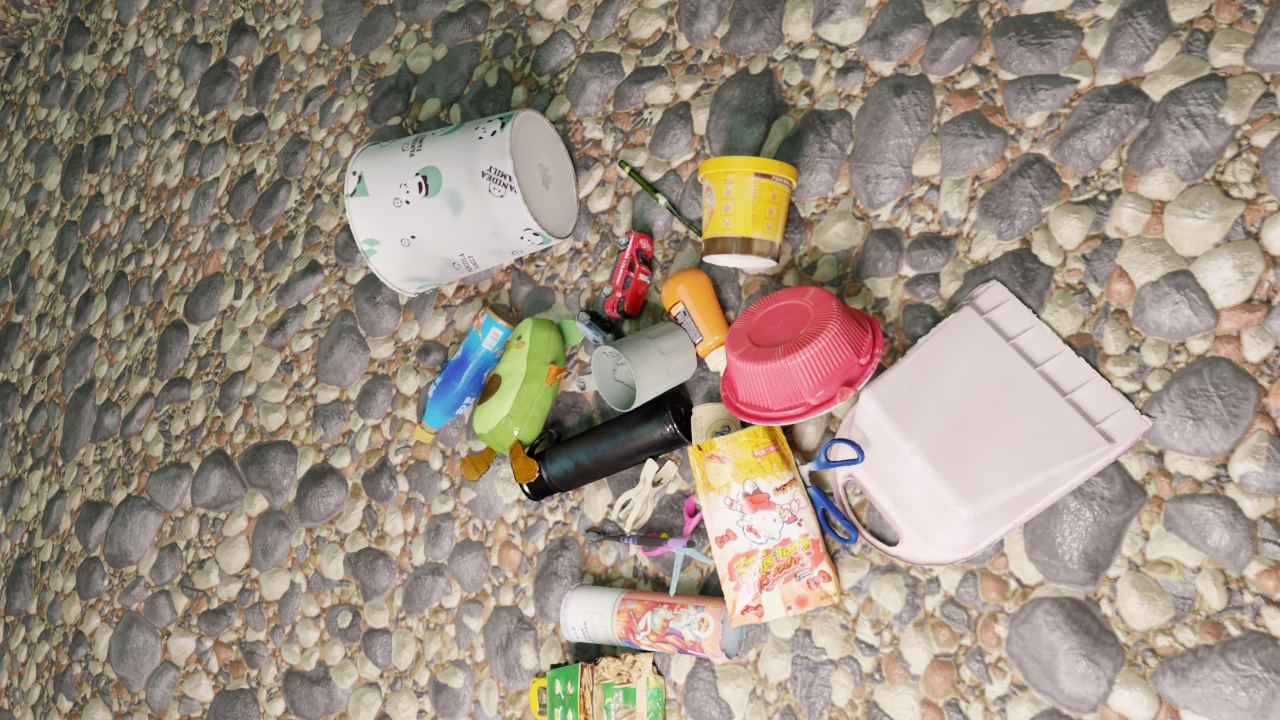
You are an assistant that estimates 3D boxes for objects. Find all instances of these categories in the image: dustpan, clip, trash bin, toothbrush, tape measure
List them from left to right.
[{"bbox_3d":[-0.238,-0.228,1.282,0.252,0.229,0.229,-12,72,23],"label":"trash bin"},{"bbox_3d":[-0.113,0.422,1.147,0.060,0.029,0.057,-12,72,29],"label":"tape measure"},{"bbox_3d":[-0.006,0.218,1.117,0.189,0.016,0.014,-6,68,44],"label":"toothbrush"},{"bbox_3d":[0.004,0.164,1.131,0.034,0.070,0.100,43,106,32],"label":"clip"},{"bbox_3d":[0.028,-0.221,1.232,0.017,0.012,0.186,-47,58,6],"label":"toothbrush"},{"bbox_3d":[0.336,0.080,0.967,0.273,0.139,0.222,-28,60,-8],"label":"dustpan"}]

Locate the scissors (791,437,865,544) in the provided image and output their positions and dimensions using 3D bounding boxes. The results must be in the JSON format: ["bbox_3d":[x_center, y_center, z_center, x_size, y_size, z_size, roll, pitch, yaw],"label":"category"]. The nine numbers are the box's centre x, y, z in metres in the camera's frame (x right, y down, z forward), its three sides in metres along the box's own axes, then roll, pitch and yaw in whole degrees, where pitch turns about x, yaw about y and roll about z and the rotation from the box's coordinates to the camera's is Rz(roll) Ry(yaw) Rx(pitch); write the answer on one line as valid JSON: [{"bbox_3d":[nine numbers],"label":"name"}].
[{"bbox_3d":[0.188,0.127,1.008,0.176,0.012,0.163,57,142,17],"label":"scissors"}]

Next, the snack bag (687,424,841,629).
[{"bbox_3d":[0.131,0.177,1.003,0.128,0.073,0.207,-16,81,-1],"label":"snack bag"}]

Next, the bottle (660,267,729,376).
[{"bbox_3d":[0.080,-0.041,1.127,0.067,0.066,0.149,-34,70,20],"label":"bottle"}]

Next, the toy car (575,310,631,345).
[{"bbox_3d":[-0.049,-0.037,1.216,0.090,0.042,0.034,39,114,33],"label":"toy car"}]

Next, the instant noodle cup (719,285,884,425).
[{"bbox_3d":[0.164,-0.018,1.009,0.194,0.066,0.193,-23,33,16],"label":"instant noodle cup"}]

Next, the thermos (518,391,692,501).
[{"bbox_3d":[-0.049,0.103,1.164,0.243,0.068,0.090,-23,63,25],"label":"thermos"}]

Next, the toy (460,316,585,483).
[{"bbox_3d":[-0.161,0.046,1.219,0.228,0.090,0.246,-14,53,48],"label":"toy"}]

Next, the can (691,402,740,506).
[{"bbox_3d":[0.091,0.112,1.080,0.059,0.058,0.116,-12,72,29],"label":"can"}]

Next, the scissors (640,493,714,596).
[{"bbox_3d":[0.050,0.213,1.084,0.133,0.017,0.133,10,63,56],"label":"scissors"}]

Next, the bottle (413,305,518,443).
[{"bbox_3d":[-0.254,0.025,1.314,0.065,0.065,0.219,42,102,32],"label":"bottle"}]

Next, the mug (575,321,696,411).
[{"bbox_3d":[-0.007,0.007,1.127,0.124,0.103,0.083,-8,103,54],"label":"mug"}]

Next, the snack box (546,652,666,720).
[{"bbox_3d":[-0.047,0.403,1.070,0.106,0.118,0.117,-17,69,41],"label":"snack box"}]

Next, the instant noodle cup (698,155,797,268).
[{"bbox_3d":[0.125,-0.175,1.103,0.119,0.118,0.114,3,87,32],"label":"instant noodle cup"}]

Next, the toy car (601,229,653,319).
[{"bbox_3d":[-0.012,-0.112,1.206,0.045,0.053,0.120,13,88,32],"label":"toy car"}]

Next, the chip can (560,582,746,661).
[{"bbox_3d":[0.013,0.304,1.073,0.215,0.071,0.071,-4,76,30],"label":"chip can"}]
